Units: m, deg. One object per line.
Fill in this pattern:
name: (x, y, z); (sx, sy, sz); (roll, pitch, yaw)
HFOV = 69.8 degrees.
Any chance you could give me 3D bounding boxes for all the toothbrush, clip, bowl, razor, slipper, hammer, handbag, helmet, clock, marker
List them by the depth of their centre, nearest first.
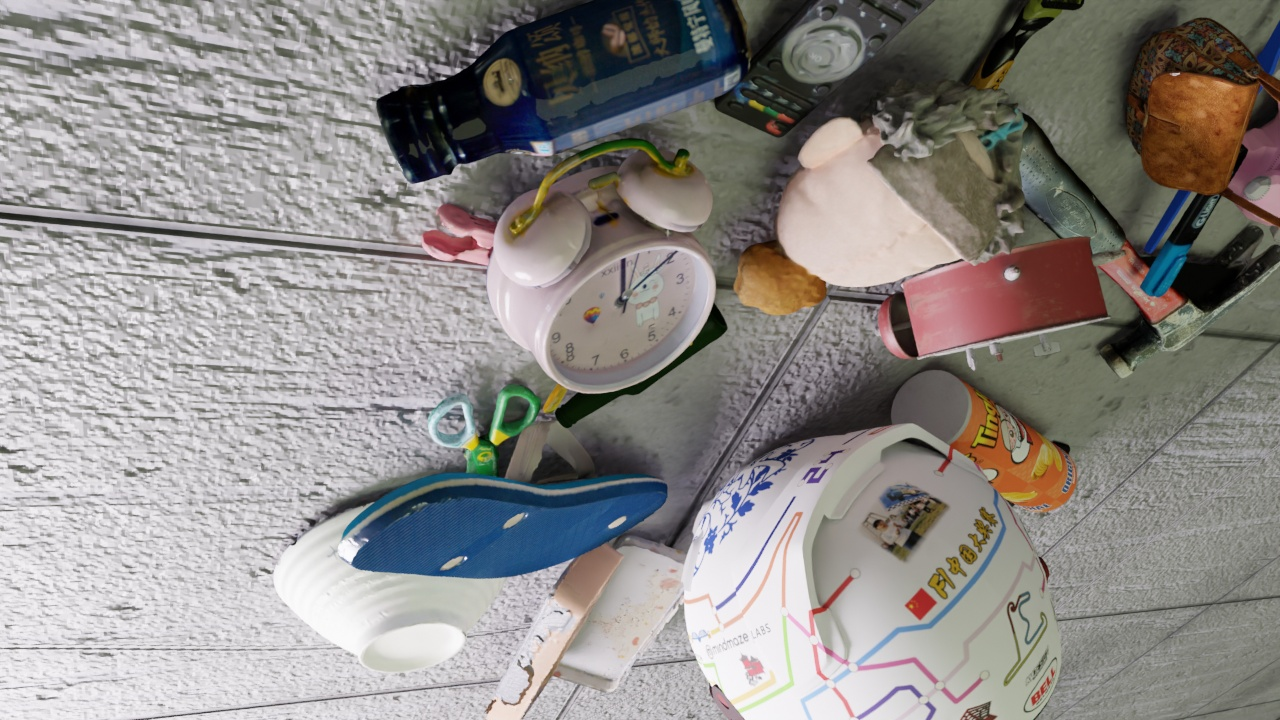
clock: (-0.017, -0.049, 0.471); (0.116, 0.058, 0.158); (-23, 143, -17)
clip: (-0.087, -0.057, 0.478); (0.059, 0.022, 0.039); (9, 127, -33)
handbag: (0.329, -0.097, 0.478); (0.043, 0.195, 0.093); (-28, 142, -1)
razor: (0.185, -0.143, 0.499); (0.044, 0.021, 0.144); (-16, 145, -41)
toothbrush: (0.352, -0.148, 0.543); (0.011, 0.016, 0.187); (0, 123, -34)
clock: (0.212, -0.026, 0.571); (0.109, 0.062, 0.157); (-10, 175, -21)
marker: (0.348, -0.085, 0.580); (0.018, 0.015, 0.123); (-15, 142, -11)
slipper: (-0.083, 0.092, 0.596); (0.118, 0.060, 0.294); (-41, 156, 15)
hammer: (0.319, -0.082, 0.612); (0.325, 0.036, 0.141); (23, 125, -40)
bowl: (-0.166, 0.174, 0.656); (0.177, 0.070, 0.178); (-12, 142, -10)
helmet: (0.146, 0.175, 0.674); (0.230, 0.236, 0.315); (-41, 169, -27)

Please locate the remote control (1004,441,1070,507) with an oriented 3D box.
remote control: (0.355, 0.121, 0.871); (0.039, 0.010, 0.125); (14, 128, -34)

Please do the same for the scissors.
scissors: (-0.113, 0.062, 0.602); (0.078, 0.013, 0.132); (-2, 139, -28)

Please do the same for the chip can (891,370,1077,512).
chip can: (0.284, 0.070, 0.744); (0.210, 0.062, 0.062); (26, 121, -41)

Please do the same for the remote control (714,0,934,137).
remote control: (0.092, -0.155, 0.423); (0.045, 0.021, 0.141); (17, 146, -29)

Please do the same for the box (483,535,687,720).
box: (-0.042, 0.240, 0.775); (0.120, 0.094, 0.218); (-41, 163, -49)

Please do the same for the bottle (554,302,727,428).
bottle: (-0.003, 0.003, 0.571); (0.123, 0.033, 0.033); (-36, 138, 18)

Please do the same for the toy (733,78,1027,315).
toy: (0.125, -0.082, 0.495); (0.176, 0.076, 0.132); (-32, 130, 29)

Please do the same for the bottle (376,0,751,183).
bottle: (-0.034, -0.122, 0.402); (0.161, 0.056, 0.056); (-20, 140, -1)

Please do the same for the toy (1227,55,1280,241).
toy: (0.431, -0.131, 0.585); (0.157, 0.067, 0.124); (2, 133, -31)
